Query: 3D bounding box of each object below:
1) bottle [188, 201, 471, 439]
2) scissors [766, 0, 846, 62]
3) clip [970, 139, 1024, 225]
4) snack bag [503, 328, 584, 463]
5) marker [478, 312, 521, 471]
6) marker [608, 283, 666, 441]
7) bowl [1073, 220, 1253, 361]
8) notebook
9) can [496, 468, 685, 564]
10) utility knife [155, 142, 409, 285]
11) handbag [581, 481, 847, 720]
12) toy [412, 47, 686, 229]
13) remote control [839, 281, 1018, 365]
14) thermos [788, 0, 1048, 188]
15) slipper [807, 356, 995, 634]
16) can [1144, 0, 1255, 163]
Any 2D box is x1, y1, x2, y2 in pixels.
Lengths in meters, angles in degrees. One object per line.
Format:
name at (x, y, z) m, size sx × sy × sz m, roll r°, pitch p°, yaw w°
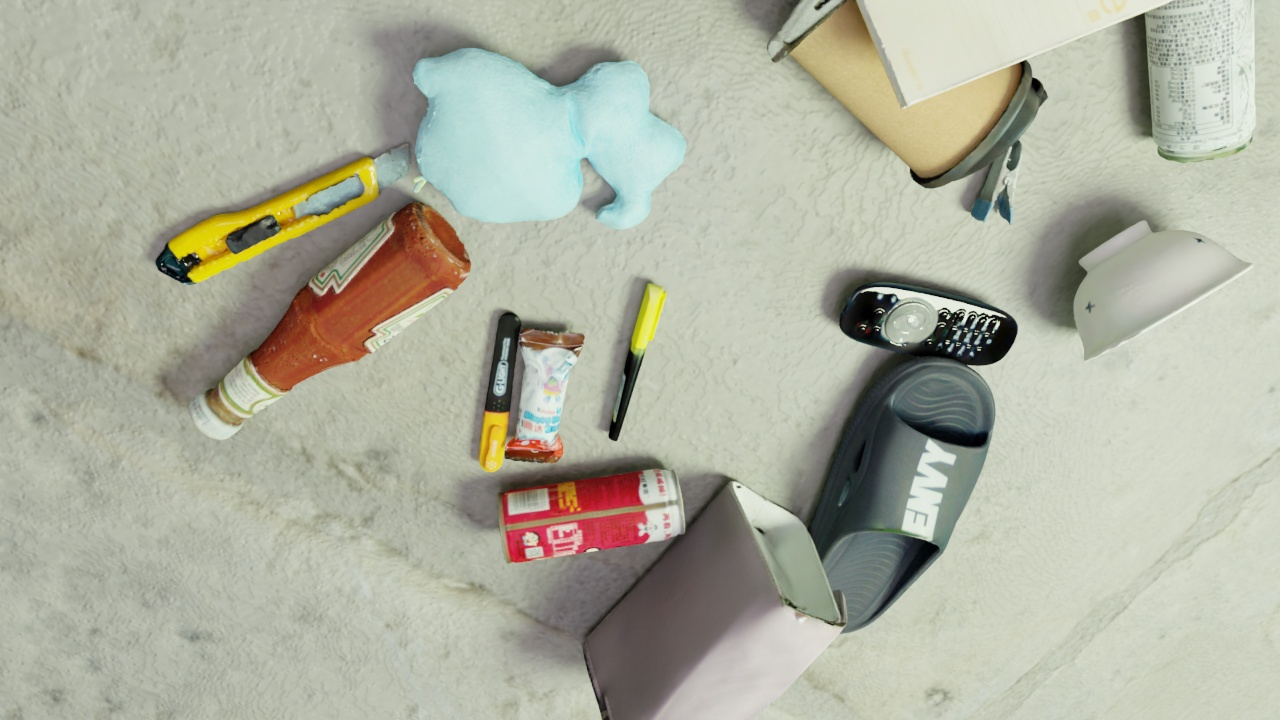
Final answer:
bottle at (-0.202, -0.019, 0.584) m, size 0.206 × 0.059 × 0.060 m, roll -36°, pitch 116°, yaw 10°
scissors at (0.151, -0.237, 0.505) m, size 0.224 × 0.015 × 0.189 m, roll 12°, pitch 85°, yaw -12°
clip at (0.245, -0.122, 0.621) m, size 0.044 × 0.027 × 0.058 m, roll 4°, pitch 112°, yaw -3°
snack bag at (-0.068, 0.026, 0.645) m, size 0.045 × 0.026 × 0.105 m, roll 7°, pitch 113°, yaw -9°
marker at (-0.099, 0.024, 0.646) m, size 0.018 × 0.015 × 0.124 m, roll 4°, pitch 114°, yaw -16°
marker at (-0.004, 0.004, 0.648) m, size 0.015 × 0.018 × 0.124 m, roll 12°, pitch 115°, yaw -9°
bowl at (0.346, -0.057, 0.637) m, size 0.118 × 0.118 × 0.064 m, roll -32°, pitch 78°, yaw 8°
notebook at (0.203, -0.238, 0.502) m, size 0.206 × 0.010 × 0.146 m, roll -23°, pitch 92°, yaw -12°
can at (-0.036, 0.114, 0.678) m, size 0.132 × 0.053 × 0.053 m, roll -8°, pitch 117°, yaw -5°
utility knife at (-0.220, -0.091, 0.568) m, size 0.177 × 0.015 × 0.033 m, roll -24°, pitch 120°, yaw 4°
handbag at (0.054, 0.211, 0.690) m, size 0.098 × 0.144 × 0.197 m, roll 32°, pitch 108°, yaw -19°
toy at (-0.061, -0.130, 0.555) m, size 0.156 × 0.049 × 0.161 m, roll -35°, pitch 124°, yaw 1°
remote control at (0.206, -0.028, 0.660) m, size 0.136 × 0.024 × 0.053 m, roll 11°, pitch 120°, yaw -14°
thermos at (0.161, -0.171, 0.550) m, size 0.143 × 0.093 × 0.093 m, roll 32°, pitch 108°, yaw -14°
slipper at (0.197, 0.125, 0.702) m, size 0.110 × 0.083 × 0.269 m, roll 12°, pitch 117°, yaw -14°
can at (0.351, -0.203, 0.576) m, size 0.058 × 0.058 × 0.147 m, roll -21°, pitch 117°, yaw 2°
